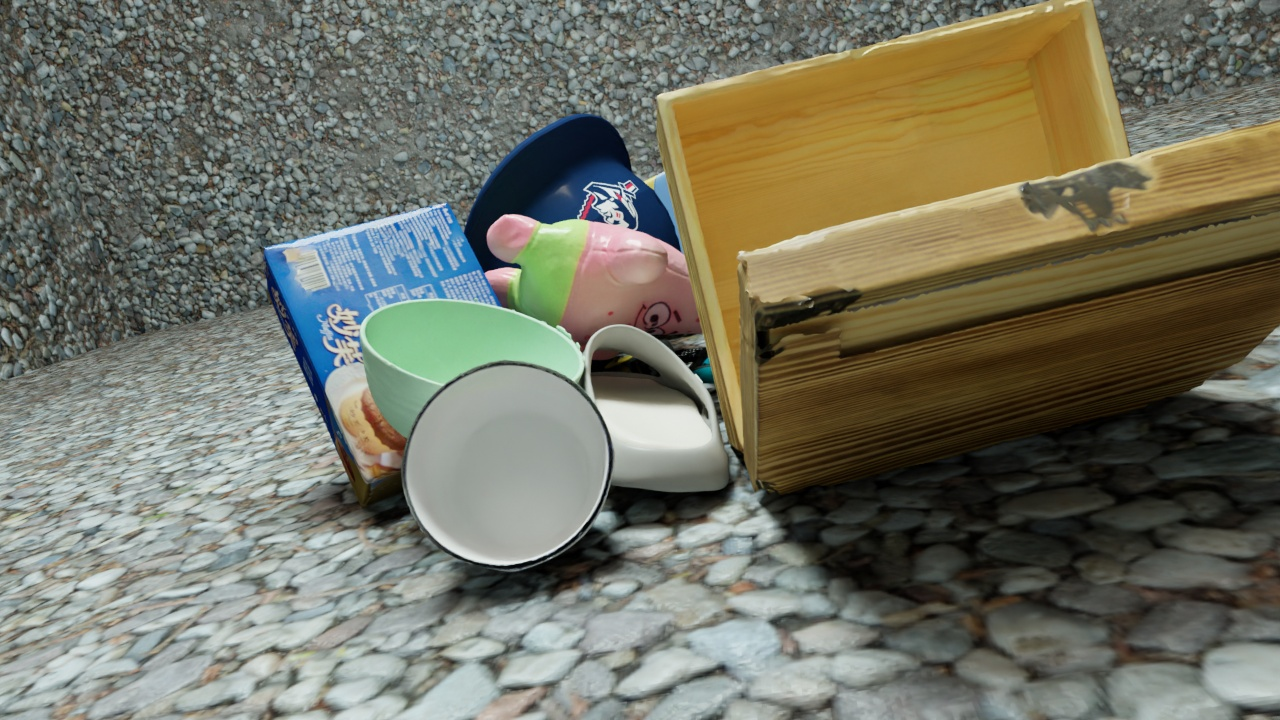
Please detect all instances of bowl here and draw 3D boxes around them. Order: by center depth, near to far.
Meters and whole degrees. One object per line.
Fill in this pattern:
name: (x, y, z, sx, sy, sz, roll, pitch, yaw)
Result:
bowl: (-0.071, 0.063, 0.525, 0.116, 0.116, 0.066, -14, -15, -2)
bowl: (-0.119, 0.019, 0.633, 0.151, 0.077, 0.150, 12, 23, -5)

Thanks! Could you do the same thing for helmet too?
helmet: (-0.067, -0.106, 0.903, 0.223, 0.273, 0.231, 28, 51, 34)

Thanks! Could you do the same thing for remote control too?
remote control: (0.051, -0.005, 0.855, 0.030, 0.009, 0.140, -20, 6, -22)

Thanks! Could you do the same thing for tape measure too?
tape measure: (-0.005, 0.005, 0.842, 0.061, 0.034, 0.061, -24, 8, 30)

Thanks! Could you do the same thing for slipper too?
slipper: (0.000, 0.019, 0.652, 0.113, 0.081, 0.266, 0, 11, -7)

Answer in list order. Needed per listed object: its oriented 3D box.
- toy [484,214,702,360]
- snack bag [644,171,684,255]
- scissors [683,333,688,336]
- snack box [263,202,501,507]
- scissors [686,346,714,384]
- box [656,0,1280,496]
toy: (-0.012, -0.056, 0.753, 0.236, 0.096, 0.192, 7, -25, -9)
snack bag: (0.024, -0.127, 1.048, 0.206, 0.159, 0.102, -20, 6, 40)
scissors: (0.147, -0.094, 1.042, 0.226, 0.016, 0.215, -16, 24, 38)
snack box: (-0.185, -0.009, 0.726, 0.154, 0.202, 0.069, -21, -17, -29)
scissors: (0.067, -0.007, 0.744, 0.124, 0.019, 0.154, -47, 10, -2)
box: (0.173, -0.055, 0.490, 0.279, 0.284, 0.323, -14, 0, -1)
